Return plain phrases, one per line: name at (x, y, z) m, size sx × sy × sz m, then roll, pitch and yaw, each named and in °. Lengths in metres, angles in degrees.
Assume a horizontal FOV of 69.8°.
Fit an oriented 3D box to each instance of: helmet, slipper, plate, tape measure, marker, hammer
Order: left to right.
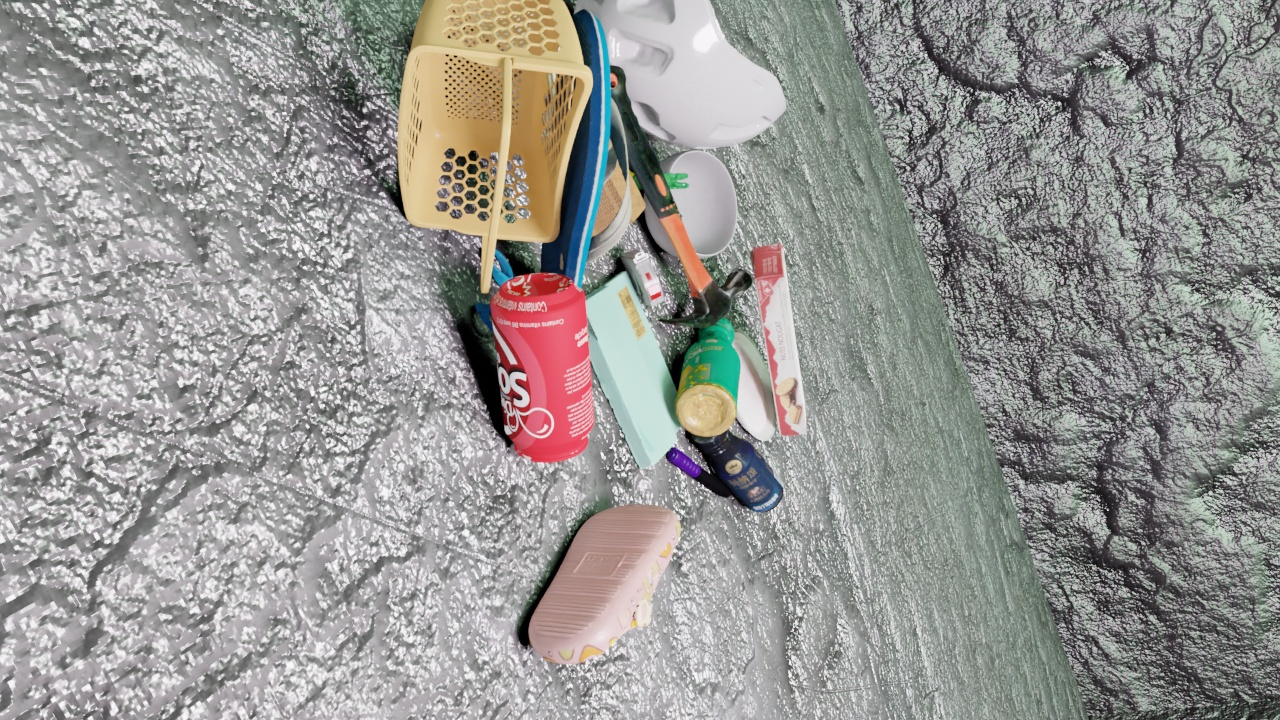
slipper at (-0.041, -0.139, 0.763) m, size 0.296 × 0.060 × 0.118 m, roll 104°, pitch -22°, yaw -47°
slipper at (-0.020, 0.196, 0.771) m, size 0.196 × 0.093 × 0.081 m, roll -51°, pitch 130°, yaw -57°
tape measure at (0.001, -0.092, 1.016) m, size 0.062 × 0.020 × 0.060 m, roll 66°, pitch -10°, yaw -15°
hammer at (0.024, -0.178, 1.035) m, size 0.132 × 0.033 × 0.333 m, roll -43°, pitch 123°, yaw -25°
helmet at (0.047, -0.352, 1.078) m, size 0.281 × 0.184 × 0.224 m, roll 10°, pitch 29°, yaw -44°
marker at (0.069, 0.130, 1.045) m, size 0.134 × 0.015 × 0.018 m, roll 39°, pitch 33°, yaw -46°
plate at (0.146, 0.034, 1.243) m, size 0.157 × 0.014 × 0.156 m, roll 38°, pitch 43°, yaw -47°

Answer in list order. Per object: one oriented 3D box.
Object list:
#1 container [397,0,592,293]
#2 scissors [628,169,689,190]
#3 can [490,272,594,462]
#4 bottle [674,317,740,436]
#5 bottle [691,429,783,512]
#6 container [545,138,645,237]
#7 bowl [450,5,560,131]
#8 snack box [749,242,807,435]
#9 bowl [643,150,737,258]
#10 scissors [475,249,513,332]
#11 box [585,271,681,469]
container at (-0.113, -0.161, 0.681) m, size 0.129 × 0.184 × 0.166 m, roll 3°, pitch 59°, yaw -13°
scissors at (0.000, -0.211, 1.052) m, size 0.130 × 0.014 × 0.070 m, roll -15°, pitch 82°, yaw -27°
can at (-0.078, 0.006, 0.742) m, size 0.074 × 0.074 × 0.143 m, roll -50°, pitch 142°, yaw -58°
bottle at (0.084, 0.009, 1.075) m, size 0.068 × 0.068 × 0.209 m, roll 61°, pitch 20°, yaw -21°
bottle at (0.116, 0.123, 1.090) m, size 0.161 × 0.056 × 0.056 m, roll 48°, pitch 36°, yaw -38°
container at (-0.046, -0.183, 0.968) m, size 0.114 × 0.061 × 0.063 m, roll 62°, pitch 29°, yaw -19°
bowl at (-0.091, -0.275, 0.827) m, size 0.177 × 0.071 × 0.177 m, roll 42°, pitch -1°, yaw 1°
snack box at (0.183, -0.020, 1.206) m, size 0.076 × 0.044 × 0.273 m, roll -83°, pitch 162°, yaw -48°
bowl at (0.054, -0.190, 1.137) m, size 0.131 × 0.064 × 0.132 m, roll 2°, pitch 88°, yaw -44°
scissors at (-0.109, -0.033, 0.823) m, size 0.133 × 0.015 × 0.103 m, roll 58°, pitch 27°, yaw -34°
box at (-0.005, 0.006, 0.975) m, size 0.135 × 0.033 × 0.186 m, roll -42°, pitch 112°, yaw -55°
